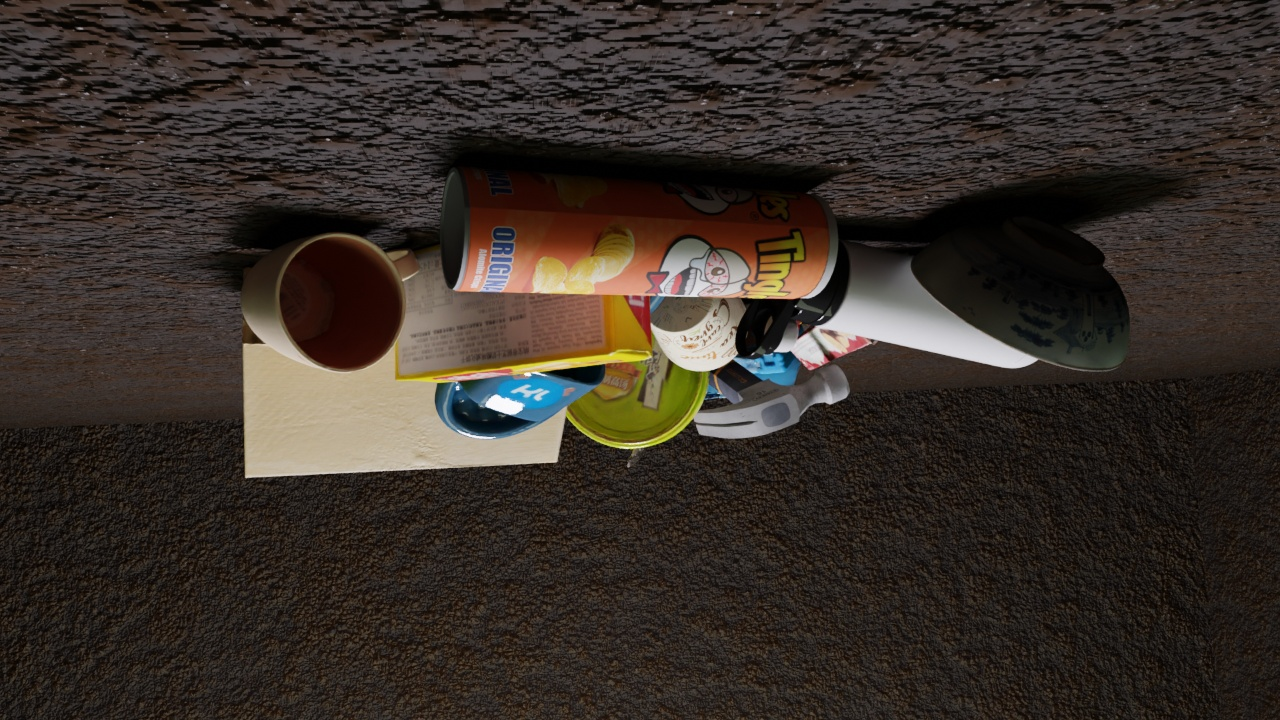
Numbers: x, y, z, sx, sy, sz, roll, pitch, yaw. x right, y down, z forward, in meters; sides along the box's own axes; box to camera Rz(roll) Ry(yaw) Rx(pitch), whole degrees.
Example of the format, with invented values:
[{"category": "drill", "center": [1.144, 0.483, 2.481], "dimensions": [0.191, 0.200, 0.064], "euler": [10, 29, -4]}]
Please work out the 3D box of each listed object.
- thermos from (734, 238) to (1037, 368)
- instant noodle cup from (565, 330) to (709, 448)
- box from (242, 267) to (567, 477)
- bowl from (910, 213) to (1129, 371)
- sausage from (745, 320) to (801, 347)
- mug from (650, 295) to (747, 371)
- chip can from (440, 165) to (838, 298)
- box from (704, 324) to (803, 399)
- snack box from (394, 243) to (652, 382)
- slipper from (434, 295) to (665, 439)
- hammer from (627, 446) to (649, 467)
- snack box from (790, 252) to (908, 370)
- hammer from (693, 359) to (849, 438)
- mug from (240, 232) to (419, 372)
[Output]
[{"category": "thermos", "center": [0.191, -0.030, 0.680], "dimensions": [0.229, 0.101, 0.068], "euler": [10, -154, -21]}, {"category": "instant noodle cup", "center": [-0.005, 0.005, 0.872], "dimensions": [0.146, 0.146, 0.097], "euler": [-4, -175, 8]}, {"category": "box", "center": [-0.185, 0.004, 0.737], "dimensions": [0.248, 0.148, 0.141], "euler": [-1, 146, -22]}, {"category": "bowl", "center": [0.262, -0.057, 0.607], "dimensions": [0.150, 0.057, 0.150], "euler": [15, -150, -9]}, {"category": "sausage", "center": [0.108, -0.031, 0.940], "dimensions": [0.040, 0.040, 0.156], "euler": [1, 165, -36]}, {"category": "mug", "center": [0.023, -0.047, 0.760], "dimensions": [0.122, 0.081, 0.097], "euler": [23, 176, 19]}, {"category": "chip can", "center": [0.002, -0.067, 0.500], "dimensions": [0.210, 0.062, 0.062], "euler": [0, 174, -23]}, {"category": "box", "center": [0.086, 0.008, 1.167], "dimensions": [0.244, 0.066, 0.090], "euler": [-6, -158, 31]}, {"category": "snack box", "center": [-0.084, -0.038, 0.600], "dimensions": [0.201, 0.092, 0.042], "euler": [-7, 173, 37]}, {"category": "slipper", "center": [-0.060, -0.005, 0.671], "dimensions": [0.214, 0.059, 0.103], "euler": [-41, 135, 22]}, {"category": "hammer", "center": [-0.138, 0.040, 0.941], "dimensions": [0.326, 0.036, 0.140], "euler": [10, -158, -9]}, {"category": "snack box", "center": [0.195, -0.038, 0.855], "dimensions": [0.076, 0.044, 0.273], "euler": [-40, 176, -3]}, {"category": "hammer", "center": [0.095, 0.011, 0.991], "dimensions": [0.139, 0.035, 0.312], "euler": [-23, -162, -7]}, {"category": "mug", "center": [-0.200, -0.045, 0.599], "dimensions": [0.111, 0.085, 0.104], "euler": [-34, -156, -33]}]
